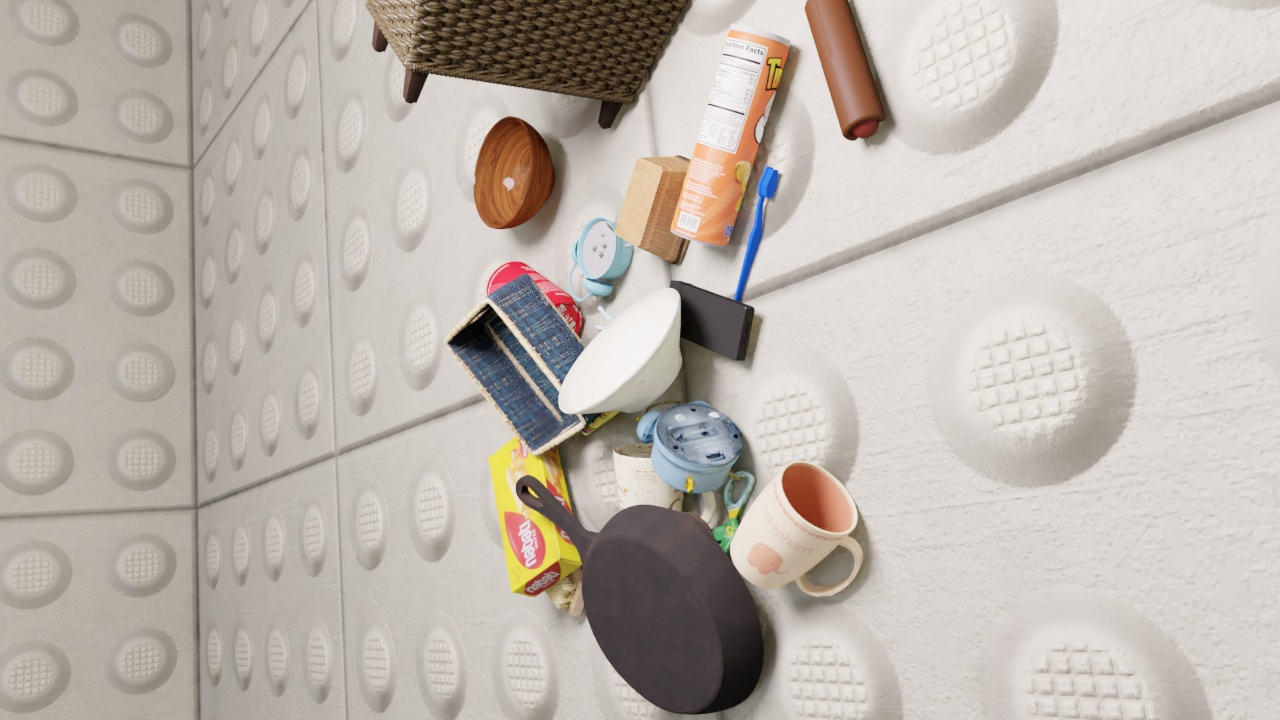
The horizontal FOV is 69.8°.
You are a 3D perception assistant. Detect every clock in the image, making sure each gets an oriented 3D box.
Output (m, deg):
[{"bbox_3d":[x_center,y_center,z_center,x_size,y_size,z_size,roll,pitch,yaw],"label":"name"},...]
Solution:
[{"bbox_3d":[-0.055,-0.121,1.112,0.123,0.042,0.087,-48,53,35],"label":"clock"},{"bbox_3d":[0.049,0.081,0.936,0.124,0.088,0.052,56,146,40],"label":"clock"}]

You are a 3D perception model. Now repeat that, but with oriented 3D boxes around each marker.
[{"bbox_3d":[-0.030,0.057,1.092,0.133,0.014,0.014,-37,60,43],"label":"marker"}]

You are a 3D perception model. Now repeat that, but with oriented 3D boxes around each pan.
[{"bbox_3d":[-0.025,0.232,0.973,0.356,0.043,0.249,34,127,32],"label":"pan"}]

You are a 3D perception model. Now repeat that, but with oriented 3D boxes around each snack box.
[{"bbox_3d":[-0.134,0.185,1.151,0.092,0.042,0.200,-38,49,26],"label":"snack box"}]

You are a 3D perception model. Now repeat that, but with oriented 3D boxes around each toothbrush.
[{"bbox_3d":[0.111,-0.103,0.933,0.011,0.016,0.187,30,112,48],"label":"toothbrush"}]

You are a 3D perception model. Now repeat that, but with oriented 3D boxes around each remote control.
[{"bbox_3d":[0.069,-0.044,0.968,0.133,0.013,0.058,28,113,52],"label":"remote control"}]

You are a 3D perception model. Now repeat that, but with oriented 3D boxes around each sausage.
[{"bbox_3d":[0.185,-0.270,0.834,0.040,0.040,0.155,-32,62,45],"label":"sausage"}]

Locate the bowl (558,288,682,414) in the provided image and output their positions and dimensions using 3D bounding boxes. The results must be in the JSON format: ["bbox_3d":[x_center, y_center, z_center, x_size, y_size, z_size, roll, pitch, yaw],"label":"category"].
[{"bbox_3d":[-0.006,0.006,0.983,0.177,0.058,0.176,-39,21,18],"label":"bowl"}]

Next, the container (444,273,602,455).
[{"bbox_3d":[-0.131,0.007,1.101,0.187,0.071,0.146,52,141,-4],"label":"container"}]

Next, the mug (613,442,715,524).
[{"bbox_3d":[0.028,0.146,0.980,0.122,0.080,0.097,4,98,34],"label":"mug"}]

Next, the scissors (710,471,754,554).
[{"bbox_3d":[0.093,0.166,0.938,0.129,0.012,0.119,-20,71,47],"label":"scissors"}]

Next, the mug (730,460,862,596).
[{"bbox_3d":[0.145,0.164,0.832,0.111,0.085,0.105,41,126,9],"label":"mug"}]

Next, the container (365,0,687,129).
[{"bbox_3d":[-0.135,-0.396,1.025,0.176,0.320,0.205,56,134,37],"label":"container"}]

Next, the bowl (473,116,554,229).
[{"bbox_3d":[-0.157,-0.244,1.222,0.148,0.068,0.147,-7,81,50],"label":"bowl"}]

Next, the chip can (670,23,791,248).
[{"bbox_3d":[0.089,-0.224,0.928,0.062,0.062,0.210,34,113,46],"label":"chip can"}]

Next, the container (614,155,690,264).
[{"bbox_3d":[0.021,-0.169,1.008,0.063,0.061,0.114,37,115,45],"label":"container"}]

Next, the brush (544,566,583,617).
[{"bbox_3d":[-0.106,0.267,1.151,0.117,0.039,0.049,44,121,47],"label":"brush"}]

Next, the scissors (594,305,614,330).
[{"bbox_3d":[-0.025,-0.023,1.092,0.135,0.015,0.086,13,99,51],"label":"scissors"}]

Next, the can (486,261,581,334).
[{"bbox_3d":[-0.140,-0.073,1.186,0.142,0.074,0.074,37,115,45],"label":"can"}]
